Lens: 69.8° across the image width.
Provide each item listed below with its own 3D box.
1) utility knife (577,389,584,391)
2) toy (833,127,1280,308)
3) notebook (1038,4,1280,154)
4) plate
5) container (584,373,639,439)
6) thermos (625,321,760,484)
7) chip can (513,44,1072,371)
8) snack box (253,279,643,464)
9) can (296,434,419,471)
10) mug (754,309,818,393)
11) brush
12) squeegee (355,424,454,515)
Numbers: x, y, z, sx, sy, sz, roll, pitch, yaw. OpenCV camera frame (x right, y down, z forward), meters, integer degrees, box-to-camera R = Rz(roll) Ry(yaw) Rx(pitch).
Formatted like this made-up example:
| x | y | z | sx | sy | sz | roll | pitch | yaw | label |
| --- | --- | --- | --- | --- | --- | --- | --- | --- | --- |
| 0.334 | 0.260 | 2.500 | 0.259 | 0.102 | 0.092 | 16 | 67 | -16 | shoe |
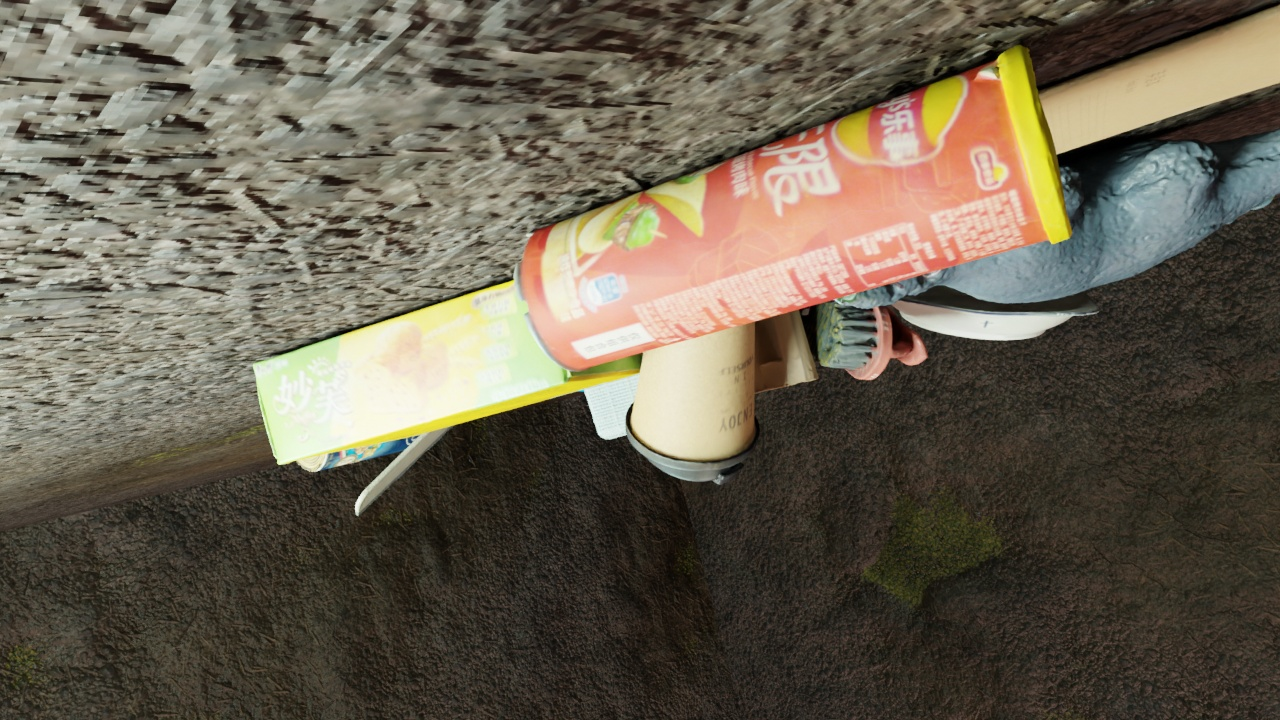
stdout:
| x | y | z | sx | sy | sz | roll | pitch | yaw | label |
| --- | --- | --- | --- | --- | --- | --- | --- | --- | --- |
| -0.036 | 0.021 | 0.855 | 0.166 | 0.018 | 0.034 | 4 | 161 | -28 | utility knife |
| 0.295 | -0.093 | 0.619 | 0.356 | 0.091 | 0.138 | -16 | 174 | 3 | toy |
| 0.219 | -0.123 | 0.458 | 0.212 | 0.012 | 0.149 | -16 | 176 | 26 | notebook |
| 0.264 | -0.048 | 0.726 | 0.164 | 0.034 | 0.163 | 7 | -161 | 14 | plate |
| -0.005 | 0.005 | 0.794 | 0.090 | 0.111 | 0.090 | -15 | 178 | 14 | container |
| 0.039 | 0.004 | 0.606 | 0.093 | 0.143 | 0.093 | 3 | -148 | -2 | thermos |
| 0.055 | -0.052 | 0.375 | 0.217 | 0.073 | 0.073 | -16 | 177 | 27 | chip can |
| -0.120 | 0.005 | 0.615 | 0.210 | 0.070 | 0.157 | -15 | 177 | 17 | snack box |
| -0.254 | 0.053 | 0.827 | 0.075 | 0.075 | 0.111 | -17 | 176 | 43 | can |
| 0.077 | -0.026 | 0.690 | 0.084 | 0.103 | 0.125 | -13 | 177 | -29 | mug |
| 0.156 | -0.027 | 0.674 | 0.069 | 0.063 | 0.145 | 5 | -163 | -10 | brush |
| -0.128 | 0.006 | 0.772 | 0.247 | 0.039 | 0.245 | -35 | -170 | 50 | squeegee |
